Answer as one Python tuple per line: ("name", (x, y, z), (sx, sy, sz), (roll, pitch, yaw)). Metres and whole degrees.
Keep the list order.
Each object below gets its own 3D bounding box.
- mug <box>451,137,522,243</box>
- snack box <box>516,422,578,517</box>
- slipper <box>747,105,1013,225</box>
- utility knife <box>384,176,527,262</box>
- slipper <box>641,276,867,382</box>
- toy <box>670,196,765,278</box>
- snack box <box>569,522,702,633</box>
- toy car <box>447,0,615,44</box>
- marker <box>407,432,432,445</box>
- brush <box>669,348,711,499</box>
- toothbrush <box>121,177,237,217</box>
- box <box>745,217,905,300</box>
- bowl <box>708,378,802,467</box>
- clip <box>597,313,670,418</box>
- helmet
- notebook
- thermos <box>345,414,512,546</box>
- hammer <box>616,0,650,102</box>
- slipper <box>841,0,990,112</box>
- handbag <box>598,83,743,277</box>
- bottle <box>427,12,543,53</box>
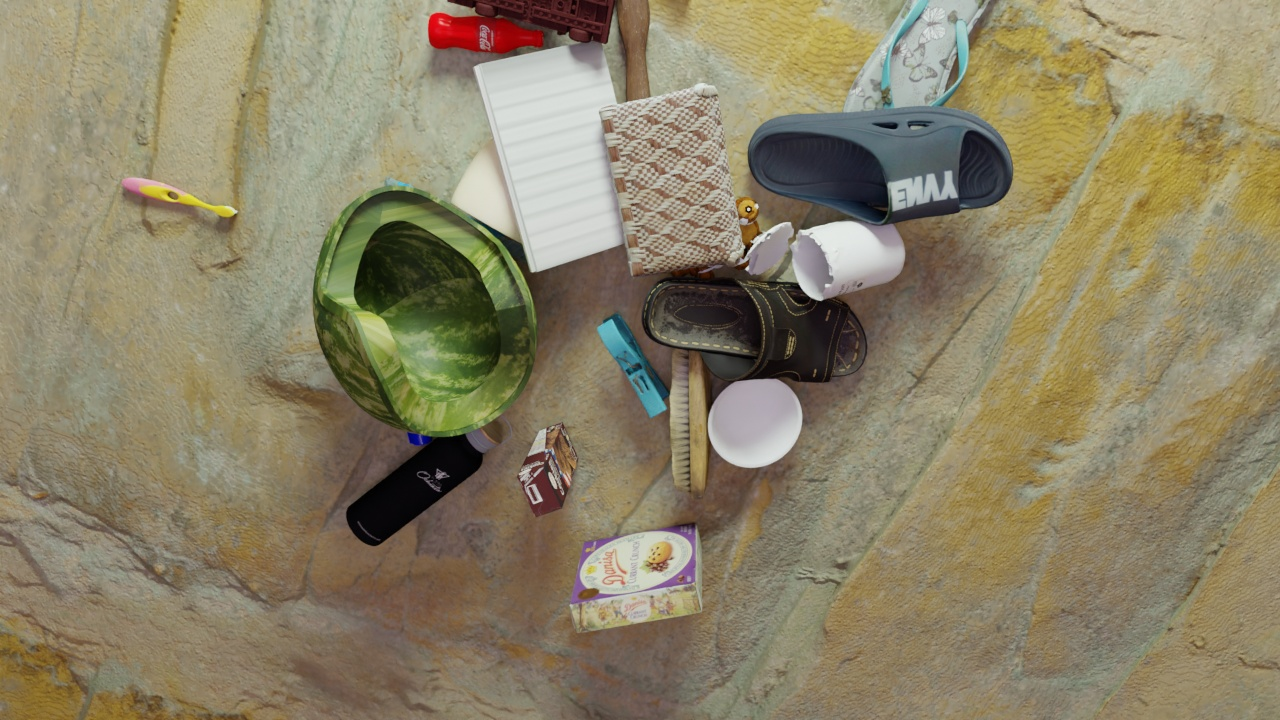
("mug", (-0.127, -0.183, 0.982), (0.120, 0.096, 0.100), (30, 95, -5))
("snack box", (-0.103, 0.122, 1.046), (0.032, 0.140, 0.051), (-20, 104, 9))
("slipper", (0.236, -0.194, 0.929), (0.268, 0.083, 0.111), (7, 129, 16))
("utility knife", (-0.198, -0.153, 1.039), (0.205, 0.015, 0.031), (24, 111, -5))
("slipper", (0.133, -0.031, 0.999), (0.267, 0.075, 0.113), (10, 104, -15))
("toy", (0.082, -0.126, 1.002), (0.112, 0.067, 0.087), (-33, 117, -1))
("snack box", (-0.002, 0.253, 1.077), (0.148, 0.143, 0.040), (-11, 107, 7))
("toy car", (-0.105, -0.374, 0.931), (0.170, 0.061, 0.070), (17, 123, 5))
("marker", (-0.275, 0.035, 1.095), (0.027, 0.023, 0.133), (-1, 108, 26))
("brush", (0.058, 0.067, 1.062), (0.043, 0.059, 0.195), (1, 104, 13))
("toothbrush", (-0.529, -0.187, 1.052), (0.135, 0.016, 0.021), (16, 109, 2))
("box", (0.191, -0.107, 0.968), (0.165, 0.083, 0.092), (-18, 68, -21))
("bowl", (0.128, 0.065, 1.063), (0.110, 0.040, 0.110), (-2, 106, -8))
("clip", (-0.005, -0.001, 1.063), (0.028, 0.113, 0.127), (-31, 108, 11))
("helmet", (-0.228, -0.047, 0.959), (0.212, 0.247, 0.244), (-25, 144, -19))
("notebook", (-0.077, -0.211, 0.947), (0.142, 0.009, 0.210), (-21, 107, -25))
("thermos", (-0.250, 0.135, 1.102), (0.232, 0.061, 0.061), (-37, 101, 13))
("hammer", (0.000, -0.283, 0.978), (0.115, 0.033, 0.323), (-1, 107, 8))
("slipper", (0.284, -0.309, 0.940), (0.098, 0.054, 0.269), (23, 105, 0))
("handbag", (0.034, -0.182, 0.950), (0.124, 0.046, 0.186), (-7, 104, 17))
("bottle", (-0.162, -0.344, 0.968), (0.119, 0.036, 0.036), (5, 107, 2))
